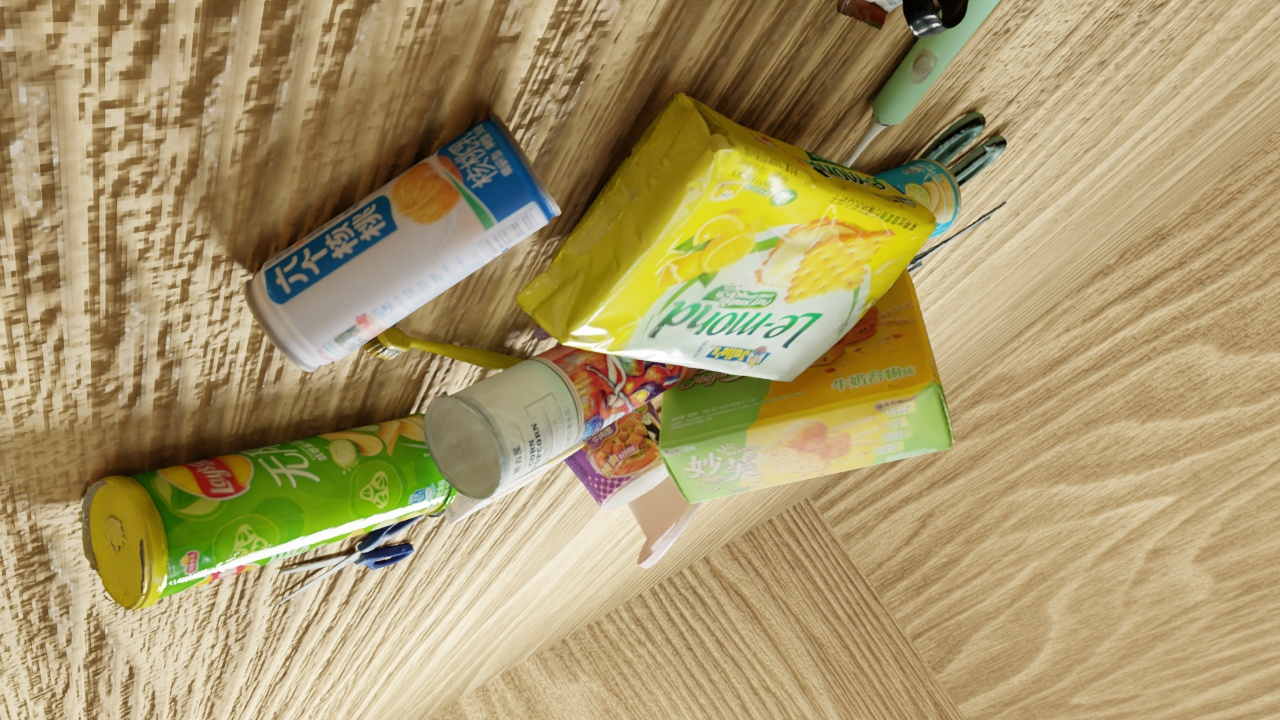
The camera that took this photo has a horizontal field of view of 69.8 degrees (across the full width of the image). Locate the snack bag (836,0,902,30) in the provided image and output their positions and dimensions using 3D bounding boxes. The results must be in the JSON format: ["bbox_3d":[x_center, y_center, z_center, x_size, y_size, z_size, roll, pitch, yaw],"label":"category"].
[{"bbox_3d":[0.146,-0.216,0.465,0.048,0.026,0.104,-5,149,-46],"label":"snack bag"}]

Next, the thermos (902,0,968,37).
[{"bbox_3d":[0.067,-0.173,0.328,0.069,0.090,0.241,-20,175,40],"label":"thermos"}]

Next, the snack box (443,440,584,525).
[{"bbox_3d":[-0.116,0.100,0.800,0.084,0.027,0.157,-26,174,-33],"label":"snack box"}]

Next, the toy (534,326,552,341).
[{"bbox_3d":[-0.015,-0.041,0.634,0.107,0.039,0.084,-24,179,-33],"label":"toy"}]

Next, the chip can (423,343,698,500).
[{"bbox_3d":[-0.045,0.020,0.644,0.214,0.071,0.071,-28,164,-45],"label":"chip can"}]

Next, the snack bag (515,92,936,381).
[{"bbox_3d":[0.063,-0.067,0.565,0.246,0.068,0.158,9,133,-42],"label":"snack bag"}]

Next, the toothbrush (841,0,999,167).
[{"bbox_3d":[0.181,-0.188,0.610,0.027,0.026,0.225,-48,176,-38],"label":"toothbrush"}]

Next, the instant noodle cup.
[{"bbox_3d":[-0.023,0.072,0.829,0.111,0.099,0.112,-31,162,-12],"label":"instant noodle cup"}]

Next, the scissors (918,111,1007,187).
[{"bbox_3d":[0.284,-0.173,0.856,0.180,0.019,0.171,-23,159,-34],"label":"scissors"}]

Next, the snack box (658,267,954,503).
[{"bbox_3d":[0.124,0.016,0.727,0.210,0.157,0.070,-14,127,17],"label":"snack box"}]

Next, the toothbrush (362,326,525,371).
[{"bbox_3d":[-0.116,-0.001,0.595,0.017,0.015,0.190,-33,164,14],"label":"toothbrush"}]

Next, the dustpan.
[{"bbox_3d":[0.082,0.130,1.115,0.272,0.138,0.223,-23,160,-30],"label":"dustpan"}]

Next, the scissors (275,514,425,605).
[{"bbox_3d":[-0.254,0.174,0.834,0.163,0.012,0.172,-38,161,19],"label":"scissors"}]

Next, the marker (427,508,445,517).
[{"bbox_3d":[-0.176,0.114,0.733,0.018,0.015,0.124,-24,163,-6],"label":"marker"}]

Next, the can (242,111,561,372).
[{"bbox_3d":[-0.105,-0.051,0.409,0.134,0.053,0.053,-33,163,-1],"label":"can"}]

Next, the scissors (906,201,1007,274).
[{"bbox_3d":[0.226,-0.076,0.837,0.188,0.015,0.227,-23,169,-44],"label":"scissors"}]

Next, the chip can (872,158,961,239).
[{"bbox_3d":[0.165,-0.105,0.731,0.209,0.071,0.071,-24,161,-32],"label":"chip can"}]

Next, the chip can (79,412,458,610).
[{"bbox_3d":[-0.207,0.083,0.559,0.220,0.072,0.073,-12,153,-52],"label":"chip can"}]
